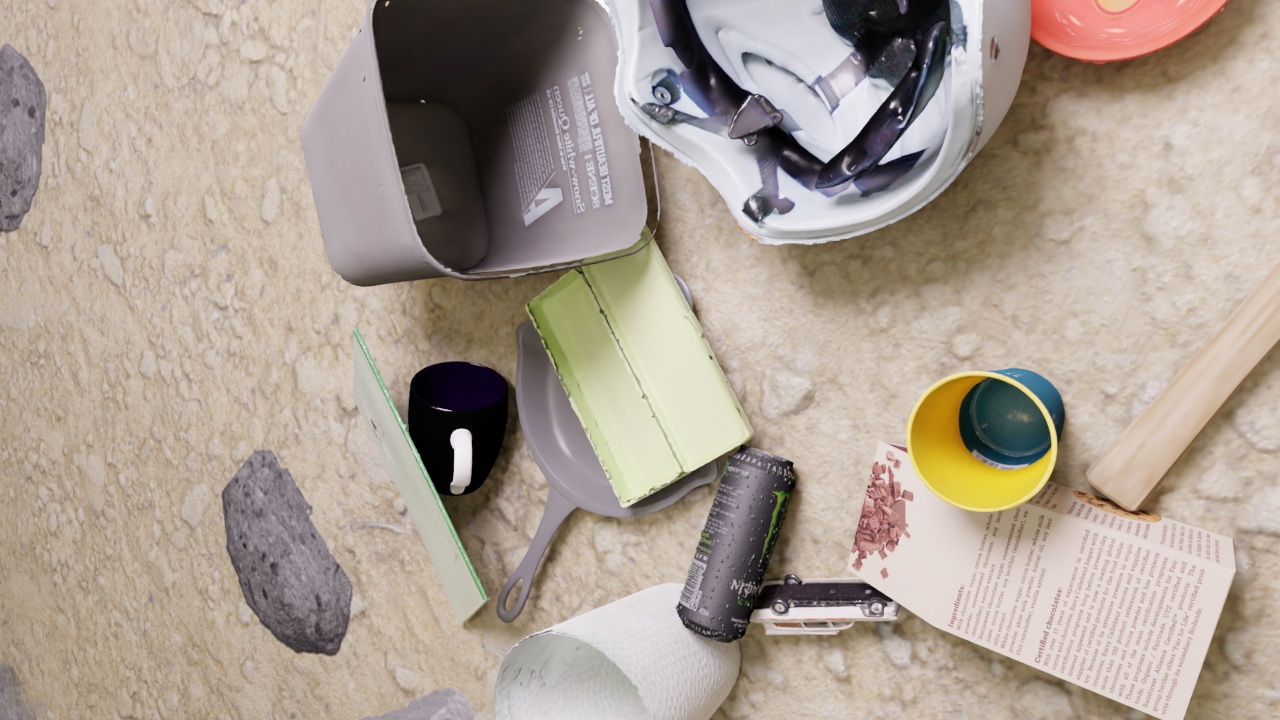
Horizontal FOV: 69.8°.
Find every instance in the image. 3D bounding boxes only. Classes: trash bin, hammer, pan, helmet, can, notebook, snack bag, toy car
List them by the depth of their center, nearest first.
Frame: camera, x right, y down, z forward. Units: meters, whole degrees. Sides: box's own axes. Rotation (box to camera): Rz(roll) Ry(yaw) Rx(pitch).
[{"bbox_3d":[0.359,-0.048,0.495,0.117,0.051,0.324,40,117,22],"label":"hammer"},{"bbox_3d":[0.107,-0.216,0.546,0.264,0.163,0.237,48,143,0],"label":"helmet"},{"bbox_3d":[0.237,0.126,0.573,0.206,0.069,0.094,18,104,29],"label":"snack bag"},{"bbox_3d":[0.136,0.179,0.663,0.113,0.039,0.039,-10,111,32],"label":"toy car"},{"bbox_3d":[0.070,0.133,0.667,0.054,0.054,0.137,17,84,29],"label":"can"},{"bbox_3d":[-0.136,-0.148,0.682,0.221,0.197,0.197,-6,97,54],"label":"trash bin"},{"bbox_3d":[-0.006,0.239,0.682,0.133,0.161,0.133,4,97,31],"label":"trash bin"},{"bbox_3d":[-0.045,0.083,0.769,0.216,0.024,0.355,36,112,24],"label":"pan"},{"bbox_3d":[-0.202,0.111,0.819,0.252,0.010,0.182,61,155,12],"label":"notebook"}]

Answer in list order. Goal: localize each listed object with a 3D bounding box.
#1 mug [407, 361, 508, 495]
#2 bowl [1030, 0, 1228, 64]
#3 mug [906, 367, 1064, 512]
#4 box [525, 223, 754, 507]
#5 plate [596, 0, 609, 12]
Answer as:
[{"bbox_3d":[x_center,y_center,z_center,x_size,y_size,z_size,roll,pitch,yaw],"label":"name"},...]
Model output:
[{"bbox_3d":[-0.157,0.073,0.791,0.118,0.085,0.100,-113,28,-57],"label":"mug"},{"bbox_3d":[0.276,-0.234,0.523,0.131,0.045,0.130,4,97,31],"label":"bowl"},{"bbox_3d":[0.214,0.040,0.547,0.078,0.121,0.078,3,96,31],"label":"mug"},{"bbox_3d":[-0.004,0.004,0.705,0.138,0.024,0.187,-36,76,35],"label":"box"},{"bbox_3d":[-0.010,-0.310,0.703,0.104,0.026,0.104,3,96,32],"label":"plate"}]
